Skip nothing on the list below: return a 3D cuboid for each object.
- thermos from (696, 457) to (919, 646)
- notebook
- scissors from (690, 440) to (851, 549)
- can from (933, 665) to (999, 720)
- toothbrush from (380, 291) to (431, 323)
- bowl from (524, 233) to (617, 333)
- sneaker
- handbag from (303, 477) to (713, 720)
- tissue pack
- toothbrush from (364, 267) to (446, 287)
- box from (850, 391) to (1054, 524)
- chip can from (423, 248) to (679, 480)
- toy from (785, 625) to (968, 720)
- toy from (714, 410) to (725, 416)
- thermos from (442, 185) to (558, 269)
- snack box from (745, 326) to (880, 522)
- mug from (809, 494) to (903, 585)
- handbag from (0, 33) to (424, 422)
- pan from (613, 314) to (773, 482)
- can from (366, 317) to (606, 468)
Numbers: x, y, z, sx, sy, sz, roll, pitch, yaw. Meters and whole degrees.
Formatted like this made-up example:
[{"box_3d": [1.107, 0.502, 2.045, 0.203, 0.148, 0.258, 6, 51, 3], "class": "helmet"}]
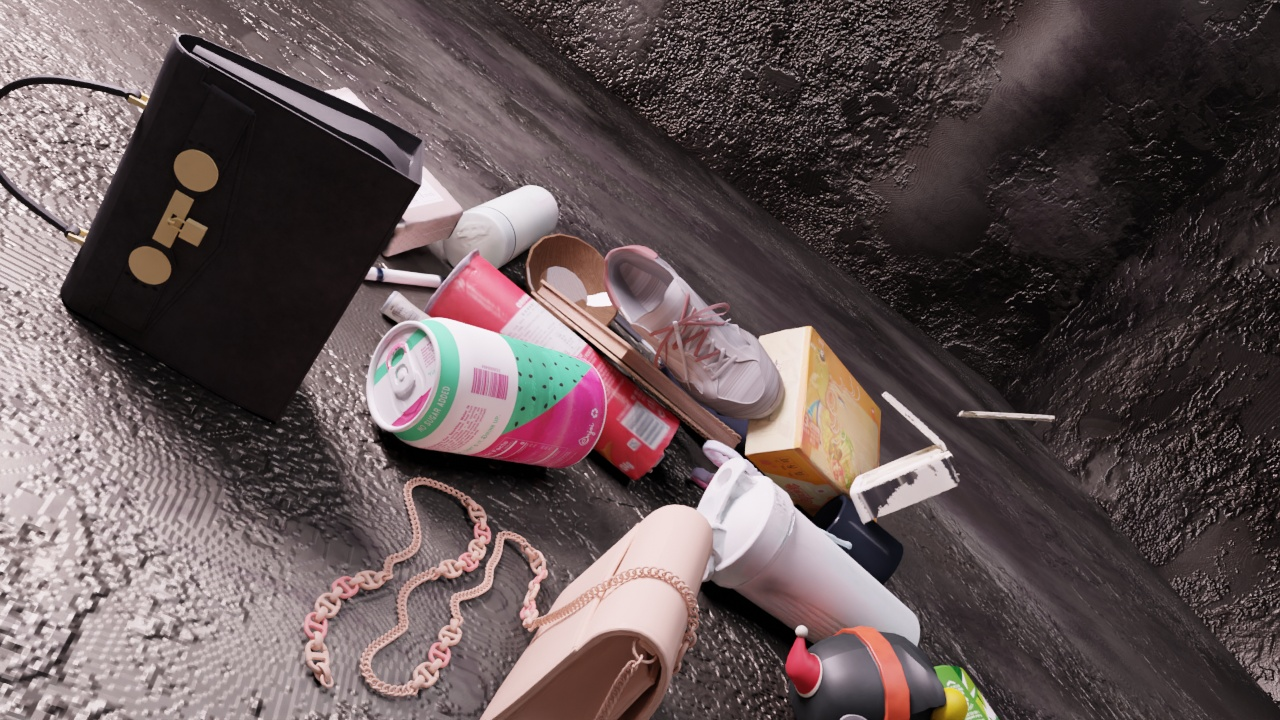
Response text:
[{"box_3d": [0.134, 0.183, 0.768, 0.220, 0.099, 0.099, 40, 18, -16], "class": "thermos"}, {"box_3d": [-0.005, 0.005, 0.868, 0.169, 0.022, 0.210, 41, -2, -33], "class": "notebook"}, {"box_3d": [0.109, 0.122, 0.816, 0.173, 0.014, 0.159, 25, -24, 32], "class": "scissors"}, {"box_3d": [0.252, 0.316, 0.701, 0.083, 0.083, 0.144, 25, 25, -39], "class": "can"}, {"box_3d": [-0.131, 0.007, 0.753, 0.185, 0.022, 0.024, 38, -13, -9], "class": "toothbrush"}, {"box_3d": [-0.078, -0.078, 0.986, 0.117, 0.030, 0.117, 18, 57, -31], "class": "bowl"}, {"box_3d": [0.042, -0.031, 0.921, 0.236, 0.099, 0.089, 44, 11, 21], "class": "sneaker"}, {"box_3d": [-0.058, 0.115, 0.500, 0.187, 0.117, 0.198, 41, 19, 0], "class": "handbag"}, {"box_3d": [-0.258, -0.173, 0.865, 0.181, 0.071, 0.103, 42, 34, 11], "class": "tissue pack"}, {"box_3d": [-0.186, -0.074, 0.836, 0.012, 0.017, 0.186, 45, 19, 20], "class": "toothbrush"}, {"box_3d": [0.279, 0.065, 0.873, 0.101, 0.194, 0.143, 66, 12, 7], "class": "box"}, {"box_3d": [-0.073, 0.006, 0.789, 0.233, 0.073, 0.073, 40, 19, -6], "class": "chip can"}, {"box_3d": [0.158, 0.246, 0.674, 0.119, 0.098, 0.099, 7, 31, -20], "class": "toy"}, {"box_3d": [0.097, 0.028, 1.005, 0.076, 0.062, 0.100, 31, -7, 32], "class": "toy"}, {"box_3d": [-0.146, -0.145, 0.997, 0.068, 0.068, 0.229, 39, 19, -5], "class": "thermos"}, {"box_3d": [0.185, 0.079, 0.992, 0.195, 0.081, 0.144, 42, 48, -42], "class": "snack box"}, {"box_3d": [0.205, 0.197, 0.918, 0.077, 0.071, 0.104, 40, 45, -1], "class": "mug"}, {"box_3d": [-0.250, -0.087, 0.502, 0.195, 0.176, 0.072, 27, 24, -26], "class": "handbag"}, {"box_3d": [0.042, 0.016, 1.065, 0.356, 0.021, 0.198, 42, 19, 1], "class": "pan"}, {"box_3d": [-0.104, 0.026, 0.656, 0.165, 0.088, 0.088, 17, 30, -50], "class": "can"}]
